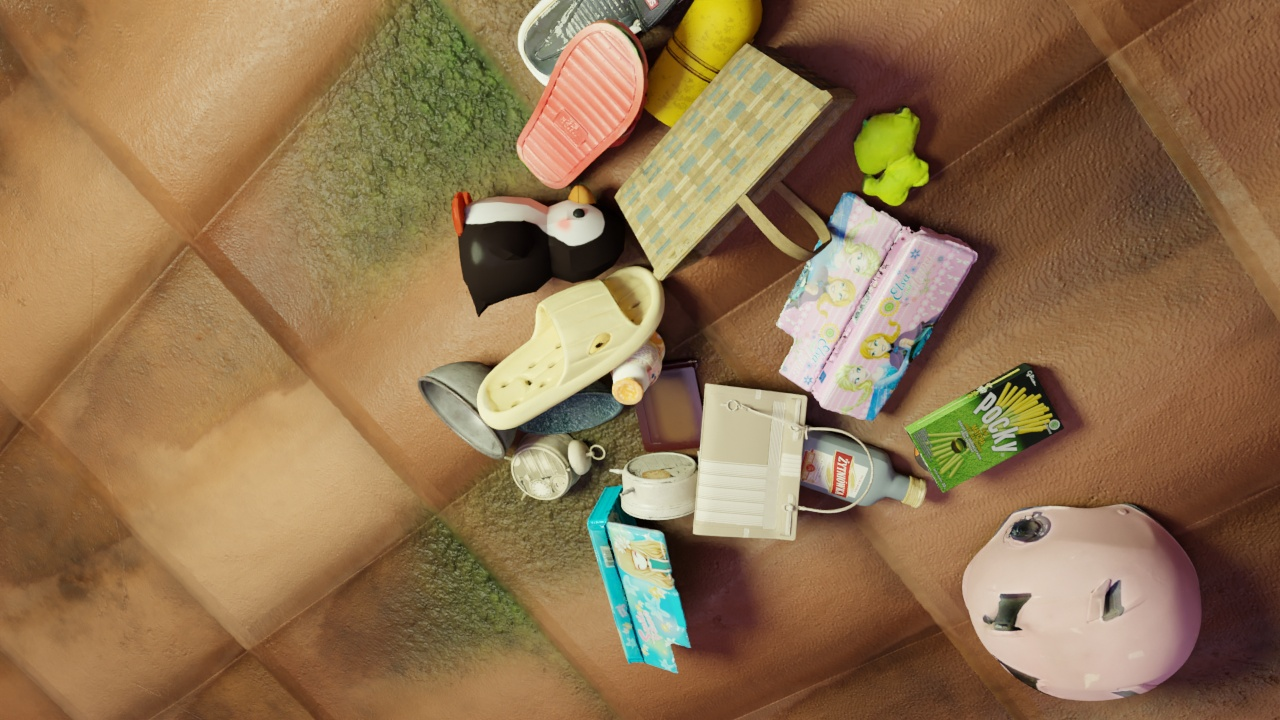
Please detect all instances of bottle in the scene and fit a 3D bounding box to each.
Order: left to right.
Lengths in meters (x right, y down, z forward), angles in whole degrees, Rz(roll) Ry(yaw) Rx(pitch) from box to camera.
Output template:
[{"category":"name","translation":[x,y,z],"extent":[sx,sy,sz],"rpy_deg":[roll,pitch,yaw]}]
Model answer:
[{"category":"bottle","translation":[-0.006,0.006,1.076],"extent":[0.063,0.108,0.063],"rpy_deg":[4,123,6]},{"category":"bottle","translation":[0.068,-0.321,0.933],"extent":[0.071,0.070,0.164],"rpy_deg":[36,118,-2]},{"category":"bottle","translation":[0.259,0.134,1.097],"extent":[0.161,0.046,0.072],"rpy_deg":[18,116,7]}]

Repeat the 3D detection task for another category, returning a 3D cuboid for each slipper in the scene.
[{"category":"slipper","translation":[-0.089,-0.021,1.046],"extent":[0.261,0.111,0.079],"rpy_deg":[-38,144,4]},{"category":"slipper","translation":[-0.054,-0.268,0.967],"extent":[0.103,0.059,0.249],"rpy_deg":[43,147,-6]},{"category":"slipper","translation":[-0.026,-0.380,0.938],"extent":[0.265,0.063,0.111],"rpy_deg":[-33,102,28]}]

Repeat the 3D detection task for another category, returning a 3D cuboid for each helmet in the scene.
[{"category":"helmet","translation":[0.501,0.295,1.051],"extent":[0.256,0.152,0.230],"rpy_deg":[-12,113,26]}]

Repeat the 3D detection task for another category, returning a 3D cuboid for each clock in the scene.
[{"category":"clock","translation":[-0.109,0.135,1.196],"extent":[0.141,0.054,0.093],"rpy_deg":[-16,108,24]},{"category":"clock","translation":[0.046,0.147,1.143],"extent":[0.156,0.103,0.061],"rpy_deg":[-7,106,-9]}]

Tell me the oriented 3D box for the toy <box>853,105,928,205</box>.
[{"category":"toy","translation":[0.259,-0.212,0.948],"extent":[0.093,0.036,0.094],"rpy_deg":[38,124,-9]}]

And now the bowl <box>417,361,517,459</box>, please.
[{"category":"bowl","translation":[-0.205,0.052,1.159],"extent":[0.145,0.067,0.145],"rpy_deg":[33,155,18]}]

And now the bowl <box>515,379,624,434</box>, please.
[{"category":"bowl","translation":[-0.093,0.042,1.137],"extent":[0.137,0.137,0.057],"rpy_deg":[-22,67,23]}]

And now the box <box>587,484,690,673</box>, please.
[{"category":"box","translation":[-0.006,0.293,1.182],"extent":[0.085,0.170,0.227],"rpy_deg":[-19,111,-13]}]

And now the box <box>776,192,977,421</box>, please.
[{"category":"box","translation":[0.243,-0.052,1.011],"extent":[0.160,0.062,0.231],"rpy_deg":[26,118,3]}]

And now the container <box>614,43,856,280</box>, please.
[{"category":"container","translation":[0.119,-0.178,0.939],"extent":[0.186,0.157,0.251],"rpy_deg":[47,117,4]}]

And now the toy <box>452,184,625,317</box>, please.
[{"category":"toy","translation":[-0.108,-0.124,1.036],"extent":[0.184,0.159,0.140],"rpy_deg":[-4,101,-2]}]

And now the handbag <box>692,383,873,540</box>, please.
[{"category":"handbag","translation":[0.168,0.123,1.064],"extent":[0.198,0.062,0.175],"rpy_deg":[5,89,17]}]

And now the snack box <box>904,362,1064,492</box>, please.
[{"category":"snack box","translation":[0.382,0.075,1.022],"extent":[0.148,0.025,0.080],"rpy_deg":[-30,100,8]}]

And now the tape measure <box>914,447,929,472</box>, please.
[{"category":"tape measure","translation":[0.347,0.103,1.062],"extent":[0.059,0.038,0.058],"rpy_deg":[-39,99,27]}]

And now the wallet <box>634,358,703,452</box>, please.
[{"category":"wallet","translation":[0.037,0.056,1.142],"extent":[0.092,0.018,0.116],"rpy_deg":[-7,110,19]}]
